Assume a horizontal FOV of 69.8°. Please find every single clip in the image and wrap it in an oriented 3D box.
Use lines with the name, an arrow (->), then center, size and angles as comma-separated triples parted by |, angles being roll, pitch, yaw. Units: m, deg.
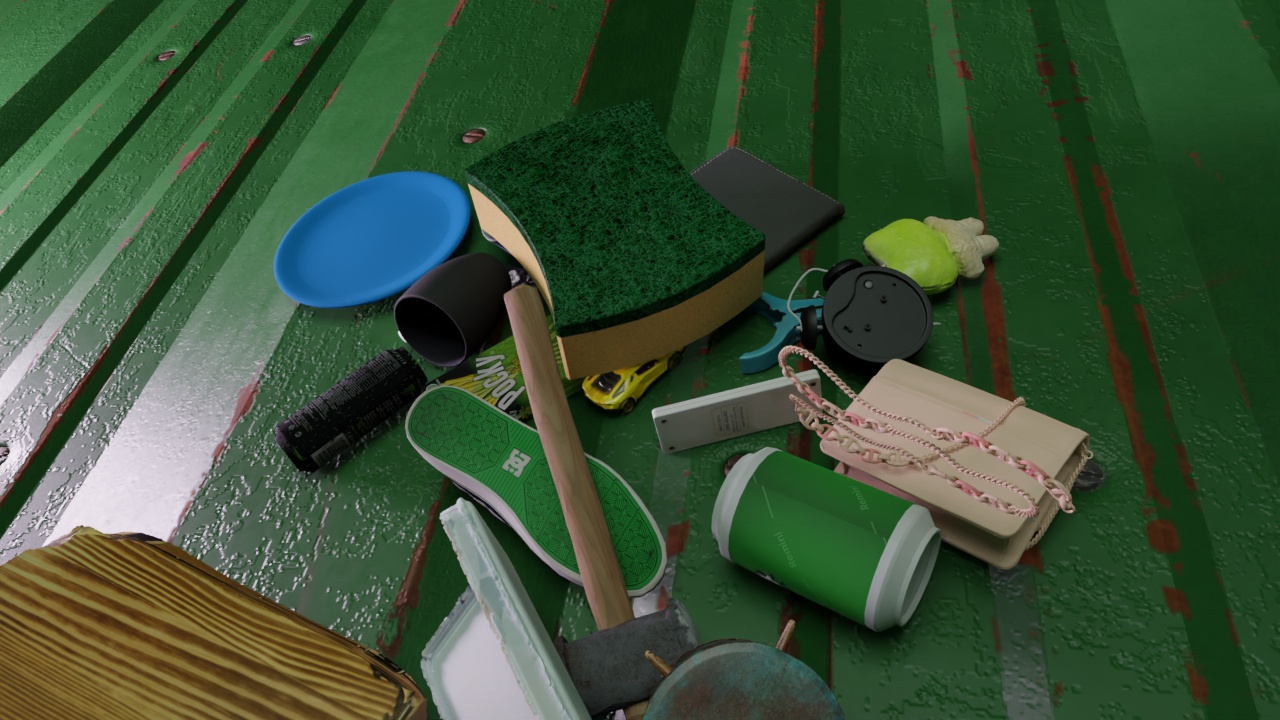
clip -> 0.120, -0.039, 0.826 | 0.120, 0.033, 0.119 | -38, 46, -19

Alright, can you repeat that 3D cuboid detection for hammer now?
hammer -> -0.047, 0.090, 0.659 | 0.098, 0.052, 0.328 | -19, 69, -2

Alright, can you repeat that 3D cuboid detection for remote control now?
remote control -> -0.125, -0.080, 0.936 | 0.124, 0.009, 0.046 | 9, 52, 22
remote control -> 0.079, 0.042, 0.743 | 0.136, 0.050, 0.011 | -14, 47, 2

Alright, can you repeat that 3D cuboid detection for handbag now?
handbag -> 0.217, 0.036, 0.618 | 0.199, 0.187, 0.116 | 27, 66, 38

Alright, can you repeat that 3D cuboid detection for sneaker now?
sneaker -> -0.076, 0.104, 0.721 | 0.235, 0.079, 0.084 | 33, 76, 17

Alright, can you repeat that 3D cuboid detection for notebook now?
notebook -> 0.072, -0.133, 0.921 | 0.208, 0.029, 0.169 | -35, 51, -21

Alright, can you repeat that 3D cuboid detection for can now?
can -> 0.126, 0.121, 0.634 | 0.140, 0.088, 0.087 | 21, 56, 29
can -> -0.261, 0.043, 0.829 | 0.137, 0.054, 0.054 | -38, 51, -20

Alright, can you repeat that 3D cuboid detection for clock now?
clock -> 0.184, -0.037, 0.770 | 0.121, 0.043, 0.091 | 28, 70, 14
clock -> 0.062, 0.242, 0.533 | 0.121, 0.073, 0.157 | -12, 76, -2

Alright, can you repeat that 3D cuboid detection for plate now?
plate -> -0.294, -0.131, 1.017 | 0.224, 0.024, 0.223 | -8, 47, 8

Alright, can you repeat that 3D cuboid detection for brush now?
brush -> -0.026, -0.118, 0.839 | 0.195, 0.075, 0.250 | -24, 55, -12

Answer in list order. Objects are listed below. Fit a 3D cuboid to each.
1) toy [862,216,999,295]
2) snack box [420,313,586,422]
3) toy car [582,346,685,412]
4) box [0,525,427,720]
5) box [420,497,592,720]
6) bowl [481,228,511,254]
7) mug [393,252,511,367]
toy -> 0.264, -0.098, 0.827 | 0.115, 0.046, 0.092 | -17, 47, -10
snack box -> -0.115, 0.018, 0.833 | 0.147, 0.025, 0.080 | -31, 48, -13
toy car -> -0.005, 0.005, 0.815 | 0.049, 0.030, 0.106 | 29, 60, 35
box -> -0.290, 0.233, 0.526 | 0.279, 0.221, 0.257 | 21, 54, 17
box -> -0.076, 0.208, 0.573 | 0.084, 0.186, 0.210 | -12, 41, -28
bowl -> -0.108, -0.142, 0.957 | 0.110, 0.055, 0.110 | -8, 48, 8
mug -> -0.184, -0.052, 0.889 | 0.119, 0.085, 0.100 | -16, 27, 42
